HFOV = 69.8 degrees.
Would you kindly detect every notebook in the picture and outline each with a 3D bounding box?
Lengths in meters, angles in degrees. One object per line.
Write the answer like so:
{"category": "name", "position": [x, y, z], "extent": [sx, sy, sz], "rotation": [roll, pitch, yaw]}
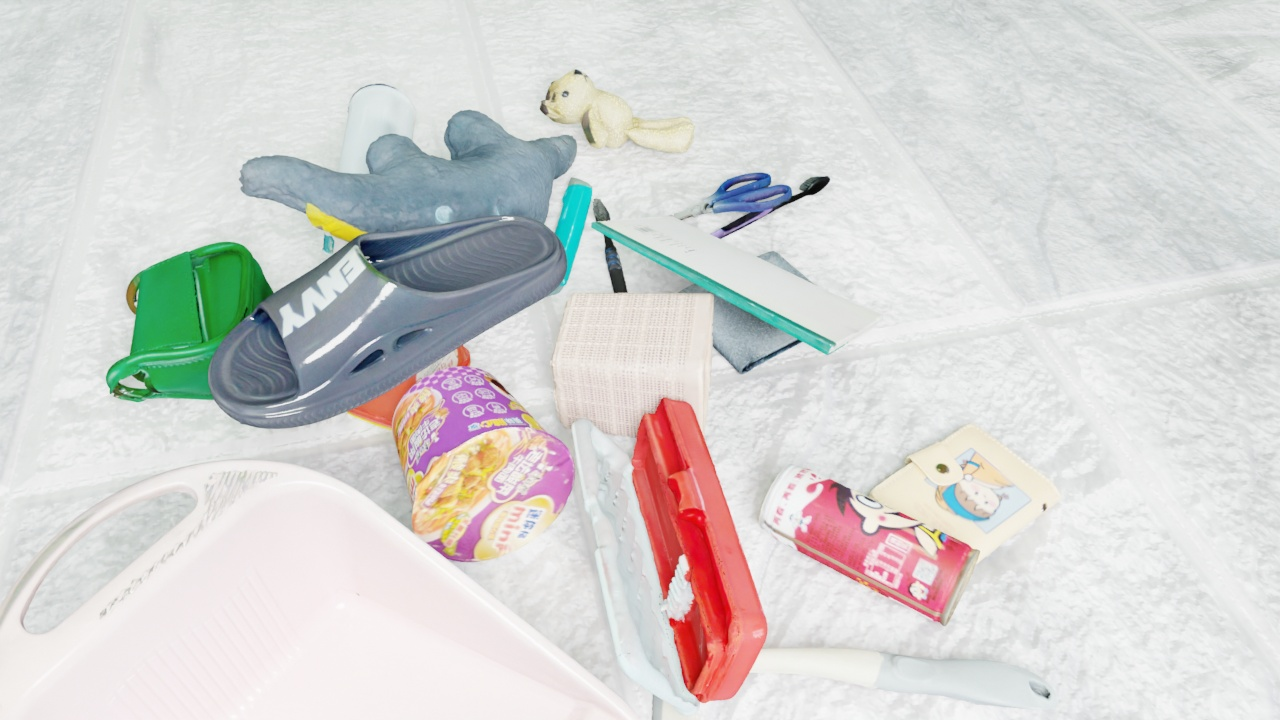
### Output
{"category": "notebook", "position": [0.080, -0.068, 0.730], "extent": [0.209, 0.012, 0.150], "rotation": [30, 22, 20]}

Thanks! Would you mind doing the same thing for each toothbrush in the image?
{"category": "toothbrush", "position": [-0.023, -0.082, 0.813], "extent": [0.014, 0.016, 0.189], "rotation": [-16, 49, 2]}
{"category": "toothbrush", "position": [0.110, -0.139, 0.869], "extent": [0.188, 0.014, 0.017], "rotation": [-29, 47, -24]}

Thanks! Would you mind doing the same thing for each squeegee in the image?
{"category": "squeegee", "position": [0.130, 0.188, 0.550], "extent": [0.246, 0.039, 0.245], "rotation": [4, 48, 2]}

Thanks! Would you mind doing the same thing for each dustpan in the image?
{"category": "dustpan", "position": [-0.157, 0.175, 0.429], "extent": [0.273, 0.139, 0.221], "rotation": [22, 49, 21]}

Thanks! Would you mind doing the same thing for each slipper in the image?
{"category": "slipper", "position": [-0.171, -0.053, 0.629], "extent": [0.267, 0.083, 0.111], "rotation": [-29, 52, -27]}

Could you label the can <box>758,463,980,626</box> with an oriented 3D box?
{"category": "can", "position": [0.147, 0.117, 0.599], "extent": [0.133, 0.053, 0.053], "rotation": [25, 51, 26]}

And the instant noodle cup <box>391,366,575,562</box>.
{"category": "instant noodle cup", "position": [-0.114, 0.062, 0.621], "extent": [0.111, 0.112, 0.099], "rotation": [-20, 43, -19]}

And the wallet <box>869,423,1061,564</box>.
{"category": "wallet", "position": [0.226, 0.095, 0.649], "extent": [0.115, 0.024, 0.087], "rotation": [-28, 59, -23]}

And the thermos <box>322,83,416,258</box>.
{"category": "thermos", "position": [-0.246, -0.169, 0.855], "extent": [0.073, 0.073, 0.223], "rotation": [-4, 48, -5]}

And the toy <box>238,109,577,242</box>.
{"category": "toy", "position": [-0.154, -0.144, 0.795], "extent": [0.355, 0.092, 0.138], "rotation": [-25, 73, -47]}

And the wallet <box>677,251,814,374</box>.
{"category": "wallet", "position": [0.101, -0.043, 0.778], "extent": [0.120, 0.019, 0.097], "rotation": [-26, 55, -25]}

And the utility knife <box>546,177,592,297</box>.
{"category": "utility knife", "position": [-0.068, -0.116, 0.845], "extent": [0.029, 0.013, 0.160], "rotation": [5, 50, 7]}

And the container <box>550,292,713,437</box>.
{"category": "container", "position": [-0.004, 0.004, 0.686], "extent": [0.111, 0.090, 0.089], "rotation": [4, 47, 7]}

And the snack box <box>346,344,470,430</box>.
{"category": "snack box", "position": [-0.178, -0.003, 0.692], "extent": [0.082, 0.080, 0.091], "rotation": [17, 49, 13]}

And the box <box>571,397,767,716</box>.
{"category": "box", "position": [0.001, 0.113, 0.568], "extent": [0.091, 0.095, 0.201], "rotation": [5, 37, -18]}

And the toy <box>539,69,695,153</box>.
{"category": "toy", "position": [-0.021, -0.247, 0.930], "extent": [0.157, 0.066, 0.105], "rotation": [16, 39, -4]}

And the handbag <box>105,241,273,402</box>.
{"category": "handbag", "position": [-0.352, -0.027, 0.728], "extent": [0.120, 0.068, 0.131], "rotation": [-14, 50, -4]}

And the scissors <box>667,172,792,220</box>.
{"category": "scissors", "position": [0.064, -0.139, 0.857], "extent": [0.128, 0.012, 0.172], "rotation": [18, 44, 36]}
